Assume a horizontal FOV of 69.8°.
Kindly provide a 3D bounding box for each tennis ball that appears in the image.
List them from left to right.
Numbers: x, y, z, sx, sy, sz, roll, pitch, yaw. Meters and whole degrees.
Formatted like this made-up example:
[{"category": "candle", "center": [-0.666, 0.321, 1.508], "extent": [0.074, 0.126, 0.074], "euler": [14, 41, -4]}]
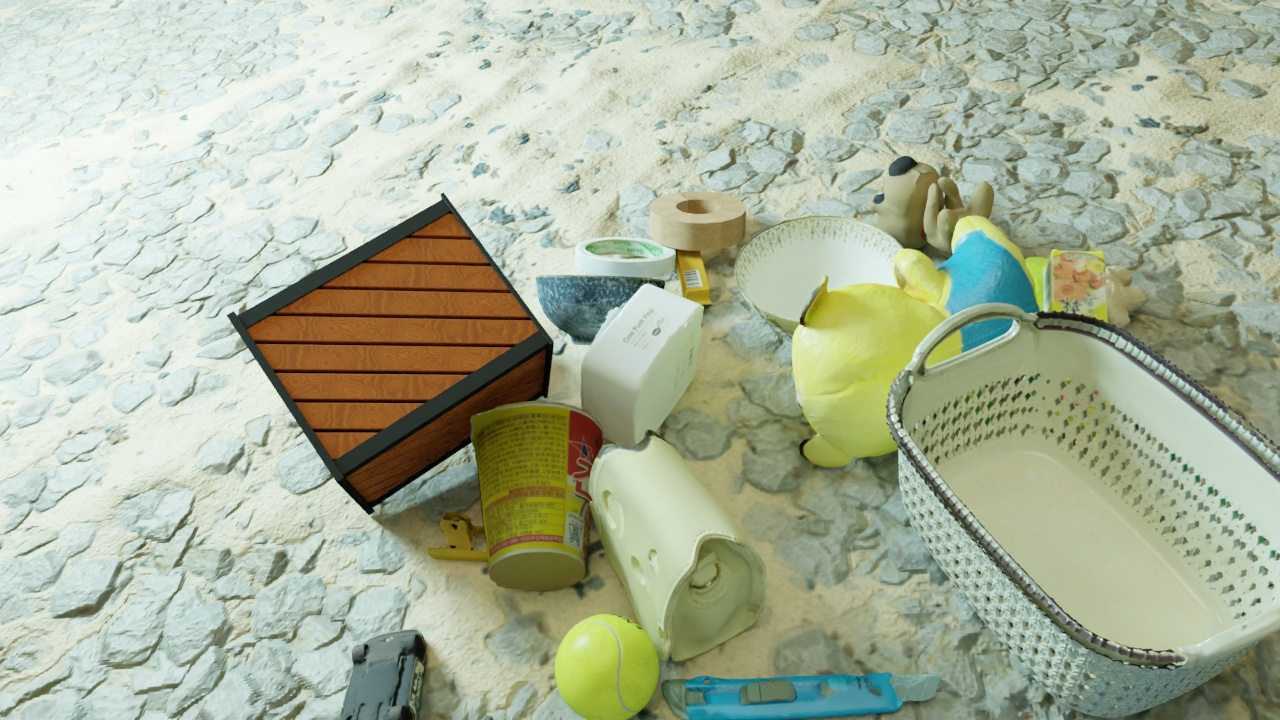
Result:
[{"category": "tennis ball", "center": [-0.021, 0.193, 0.575], "extent": [0.065, 0.065, 0.065], "euler": [-5, 45, 5]}]

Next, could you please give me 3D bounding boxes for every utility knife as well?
[{"category": "utility knife", "center": [0.100, 0.208, 0.575], "extent": [0.175, 0.015, 0.031], "euler": [-5, 50, 4]}]

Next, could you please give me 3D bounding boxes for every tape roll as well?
[{"category": "tape roll", "center": [-0.014, -0.098, 0.869], "extent": [0.094, 0.018, 0.093], "euler": [3, 21, -1]}, {"category": "tape roll", "center": [0.056, -0.137, 0.895], "extent": [0.094, 0.027, 0.093], "euler": [0, 29, 0]}]

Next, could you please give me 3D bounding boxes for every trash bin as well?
[{"category": "trash bin", "center": [-0.179, 0.000, 0.696], "extent": [0.171, 0.140, 0.139], "euler": [-34, 79, -16]}]

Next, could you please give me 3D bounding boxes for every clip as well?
[{"category": "clip", "center": [-0.132, 0.130, 0.677], "extent": [0.054, 0.046, 0.047], "euler": [3, 90, 11]}]

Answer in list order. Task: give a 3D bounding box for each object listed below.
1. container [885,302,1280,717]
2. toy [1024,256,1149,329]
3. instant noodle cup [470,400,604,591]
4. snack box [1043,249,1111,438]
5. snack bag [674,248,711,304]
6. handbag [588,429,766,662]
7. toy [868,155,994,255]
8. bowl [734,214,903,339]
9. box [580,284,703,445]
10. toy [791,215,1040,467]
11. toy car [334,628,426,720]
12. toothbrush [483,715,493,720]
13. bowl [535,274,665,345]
[{"category": "container", "center": [0.273, 0.091, 0.569], "extent": [0.184, 0.143, 0.251], "euler": [-23, 46, -11]}, {"category": "toy", "center": [0.359, -0.052, 0.764], "extent": [0.118, 0.043, 0.092], "euler": [-12, 52, -4]}, {"category": "instant noodle cup", "center": [-0.073, 0.102, 0.663], "extent": [0.100, 0.100, 0.112], "euler": [-8, 54, 2]}, {"category": "snack box", "center": [0.334, -0.014, 0.705], "extent": [0.040, 0.029, 0.147], "euler": [4, 69, 12]}, {"category": "snack bag", "center": [0.048, -0.083, 0.867], "extent": [0.026, 0.020, 0.099], "euler": [-7, 44, -4]}, {"category": "handbag", "center": [0.020, 0.118, 0.609], "extent": [0.081, 0.111, 0.119], "euler": [-24, 46, -13]}, {"category": "toy", "center": [0.258, -0.131, 0.830], "extent": [0.134, 0.106, 0.108], "euler": [-35, 39, -18]}, {"category": "bowl", "center": [0.156, -0.058, 0.793], "extent": [0.145, 0.063, 0.145], "euler": [-5, 44, 5]}, {"category": "box", "center": [-0.014, -0.001, 0.740], "extent": [0.095, 0.103, 0.107], "euler": [28, 55, 19]}, {"category": "toy", "center": [0.208, -0.014, 0.688], "extent": [0.213, 0.149, 0.084], "euler": [-21, 3, -15]}, {"category": "toy car", "center": [-0.166, 0.220, 0.597], "extent": [0.048, 0.040, 0.112], "euler": [-10, 27, 0]}, {"category": "toothbrush", "center": [-0.118, 0.288, 0.535], "extent": [0.013, 0.013, 0.166], "euler": [14, 49, 11]}, {"category": "bowl", "center": [-0.036, -0.043, 0.805], "extent": [0.114, 0.061, 0.114], "euler": [2, 3, 0]}]
